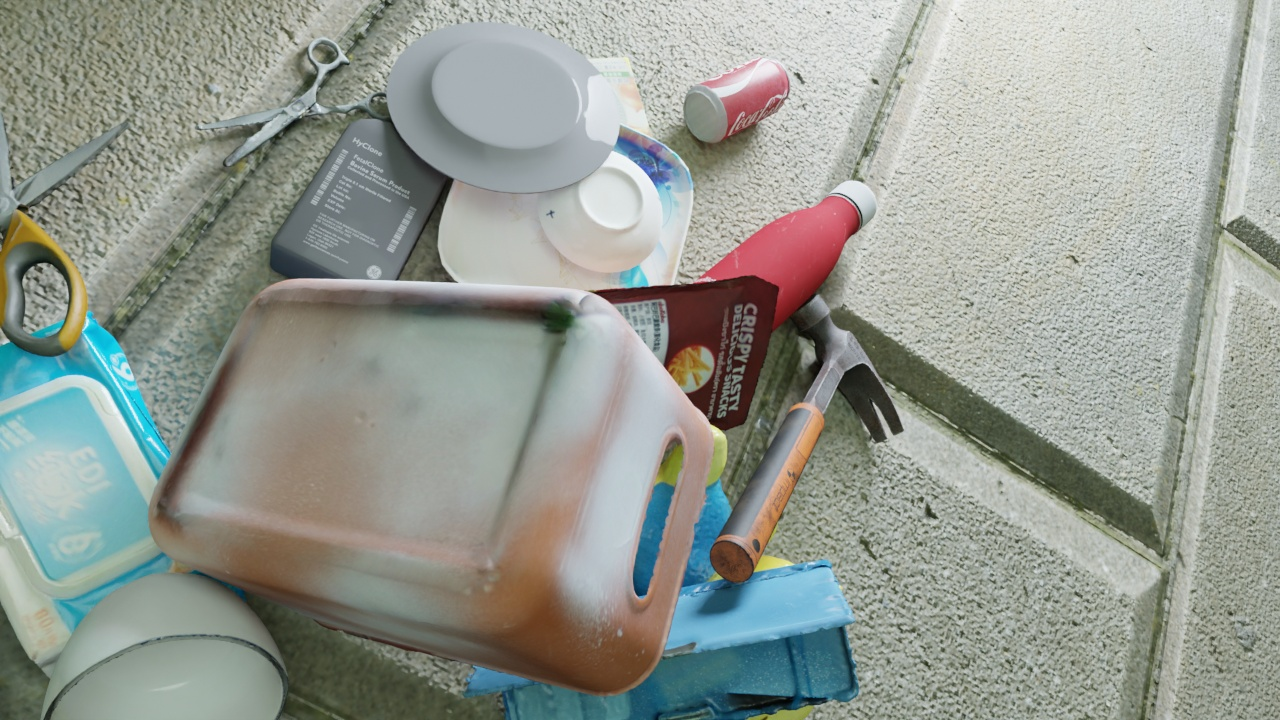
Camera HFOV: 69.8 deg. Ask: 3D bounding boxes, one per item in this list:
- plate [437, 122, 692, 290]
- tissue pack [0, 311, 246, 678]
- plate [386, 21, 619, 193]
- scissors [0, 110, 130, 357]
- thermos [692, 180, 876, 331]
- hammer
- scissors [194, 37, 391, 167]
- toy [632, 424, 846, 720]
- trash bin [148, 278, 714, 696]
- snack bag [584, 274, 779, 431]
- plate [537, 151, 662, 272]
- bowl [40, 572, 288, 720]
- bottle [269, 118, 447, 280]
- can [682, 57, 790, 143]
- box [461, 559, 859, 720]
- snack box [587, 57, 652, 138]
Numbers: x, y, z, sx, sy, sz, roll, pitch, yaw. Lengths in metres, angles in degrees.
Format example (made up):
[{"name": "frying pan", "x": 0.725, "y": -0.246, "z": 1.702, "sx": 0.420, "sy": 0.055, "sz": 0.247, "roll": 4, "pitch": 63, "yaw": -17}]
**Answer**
[{"name": "plate", "x": -0.055, "y": -0.112, "z": 0.720, "sx": 0.187, "sy": 0.016, "sz": 0.186, "roll": 21, "pitch": 69, "yaw": -15}, {"name": "tissue pack", "x": -0.332, "y": 0.080, "z": 0.542, "sx": 0.116, "sy": 0.066, "sz": 0.209, "roll": -29, "pitch": 87, "yaw": -27}, {"name": "plate", "x": -0.102, "y": -0.201, "z": 0.703, "sx": 0.178, "sy": 0.012, "sz": 0.178, "roll": 7, "pitch": 58, "yaw": -12}, {"name": "scissors", "x": -0.396, "y": -0.073, "z": 0.558, "sx": 0.229, "sy": 0.016, "sz": 0.224, "roll": 37, "pitch": 66, "yaw": 22}, {"name": "thermos", "x": 0.124, "y": -0.084, "z": 0.784, "sx": 0.239, "sy": 0.073, "sz": 0.073, "roll": -40, "pitch": 90, "yaw": -29}, {"name": "hammer", "x": 0.125, "y": 0.066, "z": 0.683, "sx": 0.138, "sy": 0.035, "sz": 0.313, "roll": 52, "pitch": 35, "yaw": -7}, {"name": "scissors", "x": -0.245, "y": -0.185, "z": 0.697, "sx": 0.147, "sy": 0.014, "sz": 0.141, "roll": 22, "pitch": 62, "yaw": -15}, {"name": "toy", "x": 0.058, "y": 0.169, "z": 0.663, "sx": 0.149, "sy": 0.084, "sz": 0.214, "roll": -40, "pitch": 91, "yaw": -7}, {"name": "trash bin", "x": -0.111, "y": 0.062, "z": 0.510, "sx": 0.260, "sy": 0.157, "sz": 0.181, "roll": 5, "pitch": 64, "yaw": 25}, {"name": "snack bag", "x": -0.004, "y": 0.004, "z": 0.674, "sx": 0.207, "sy": 0.139, "sz": 0.066, "roll": -1, "pitch": 32, "yaw": -12}, {"name": "plate", "x": -0.027, "y": -0.121, "z": 0.709, "sx": 0.104, "sy": 0.026, "sz": 0.104, "roll": 6, "pitch": 73, "yaw": -20}, {"name": "bowl", "x": -0.255, "y": 0.167, "z": 0.494, "sx": 0.116, "sy": 0.116, "sz": 0.065, "roll": -10, "pitch": 36, "yaw": -25}, {"name": "bottle", "x": -0.193, "y": -0.126, "z": 0.680, "sx": 0.083, "sy": 0.046, "sz": 0.173, "roll": 27, "pitch": 64, "yaw": -12}, {"name": "can", "x": 0.089, "y": -0.238, "z": 0.834, "sx": 0.096, "sy": 0.054, "sz": 0.054, "roll": -33, "pitch": 87, "yaw": -29}, {"name": "box", "x": 0.019, "y": 0.197, "z": 0.562, "sx": 0.231, "sy": 0.112, "sz": 0.094, "roll": -12, "pitch": 91, "yaw": 4}, {"name": "snack box", "x": -0.051, "y": -0.173, "z": 0.767, "sx": 0.131, "sy": 0.027, "sz": 0.168, "roll": -11, "pitch": 77, "yaw": -24}]
